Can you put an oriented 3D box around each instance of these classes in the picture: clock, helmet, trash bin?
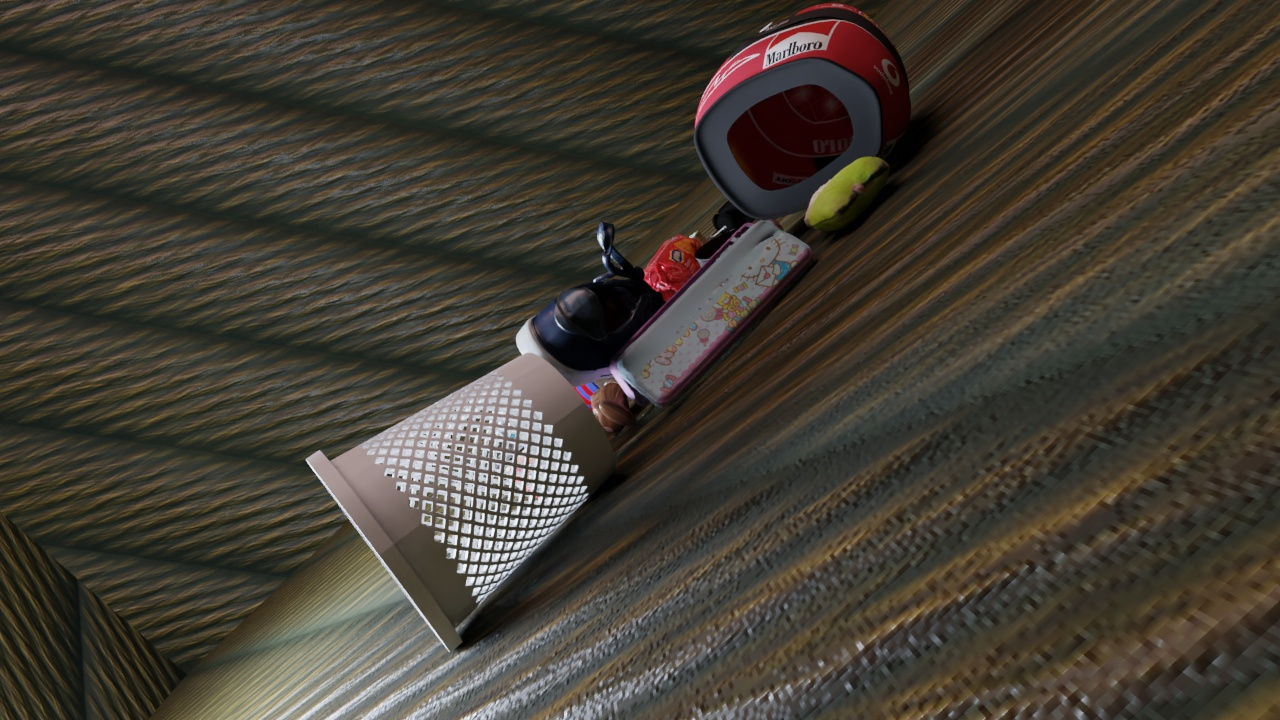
[{"bbox_3d":[0.117,-0.128,1.053,0.095,0.035,0.122,-11,21,37],"label":"clock"},{"bbox_3d":[0.155,-0.235,1.445,0.121,0.042,0.091,-43,9,4],"label":"clock"},{"bbox_3d":[0.189,-0.286,1.033,0.272,0.197,0.223,-22,22,46],"label":"helmet"},{"bbox_3d":[-0.139,0.103,0.780,0.199,0.195,0.196,-37,6,-20],"label":"trash bin"}]

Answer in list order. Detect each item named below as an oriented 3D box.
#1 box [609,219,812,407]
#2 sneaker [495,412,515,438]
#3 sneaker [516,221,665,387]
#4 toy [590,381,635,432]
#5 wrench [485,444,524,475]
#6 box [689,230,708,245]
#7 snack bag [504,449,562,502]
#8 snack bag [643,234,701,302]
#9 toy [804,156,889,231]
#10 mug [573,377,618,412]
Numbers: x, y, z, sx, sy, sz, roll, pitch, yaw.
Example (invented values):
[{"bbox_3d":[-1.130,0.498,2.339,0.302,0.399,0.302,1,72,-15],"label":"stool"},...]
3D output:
[{"bbox_3d":[0.076,-0.035,0.887,0.214,0.089,0.093,-45,50,-11],"label":"box"},{"bbox_3d":[-0.128,0.019,1.432,0.257,0.093,0.160,-40,18,15],"label":"sneaker"},{"bbox_3d":[-0.012,-0.059,0.954,0.127,0.120,0.294,-46,-11,21],"label":"sneaker"},{"bbox_3d":[-0.030,0.047,0.953,0.055,0.041,0.101,-56,10,21],"label":"toy"},{"bbox_3d":[-0.135,0.091,1.335,0.274,0.010,0.069,-39,10,27],"label":"wrench"},{"bbox_3d":[0.037,-0.135,1.502,0.117,0.050,0.206,-51,10,-23],"label":"box"},{"bbox_3d":[-0.097,0.110,0.978,0.077,0.041,0.225,-45,7,-13],"label":"snack bag"},{"bbox_3d":[0.049,-0.119,1.281,0.082,0.082,0.176,-40,10,24],"label":"snack bag"},{"bbox_3d":[0.197,-0.159,0.900,0.092,0.043,0.118,-47,6,-5],"label":"toy"},{"bbox_3d":[-0.042,0.003,1.092,0.076,0.075,0.111,-31,23,55],"label":"mug"}]
